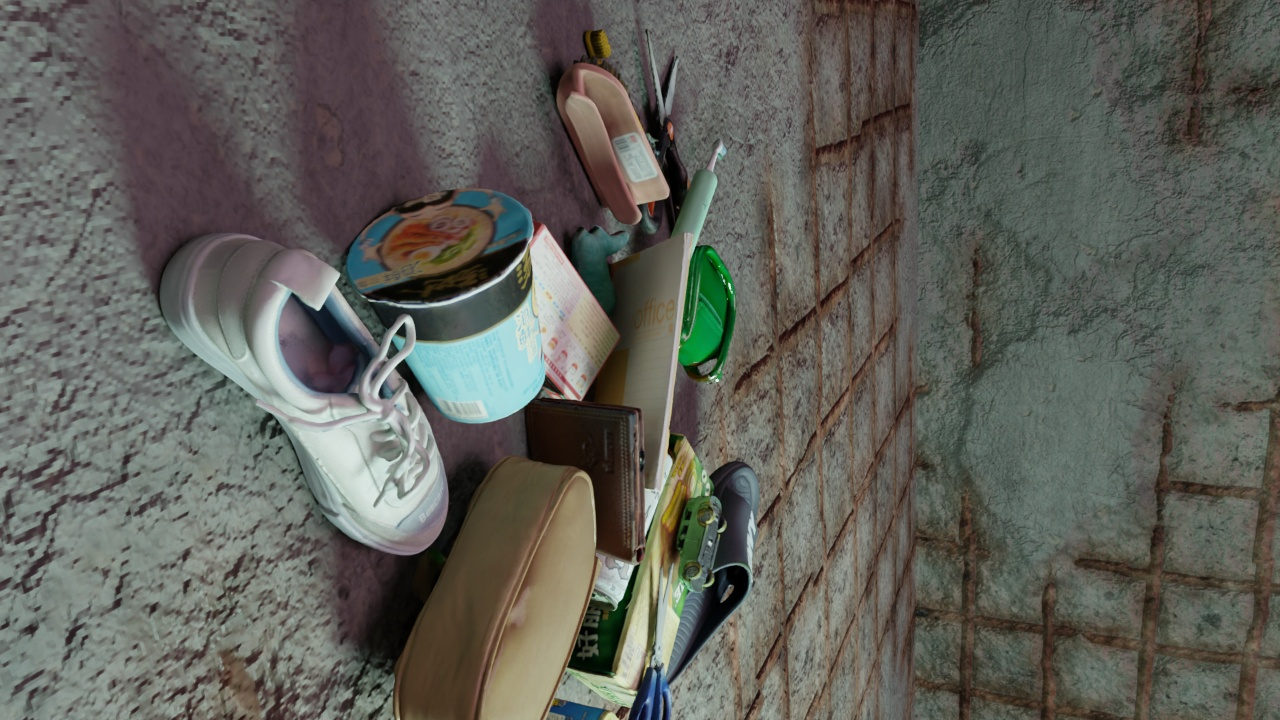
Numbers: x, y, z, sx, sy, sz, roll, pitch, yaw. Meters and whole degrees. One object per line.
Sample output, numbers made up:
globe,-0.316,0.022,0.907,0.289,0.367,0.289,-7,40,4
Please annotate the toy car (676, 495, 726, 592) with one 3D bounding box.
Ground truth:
toy car,0.055,0.172,0.864,0.043,0.036,0.091,50,47,-56

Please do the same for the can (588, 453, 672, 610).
can,-0.021,0.142,0.812,0.146,0.058,0.058,-68,149,-27

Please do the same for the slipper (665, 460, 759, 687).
slipper,0.077,0.234,0.961,0.267,0.083,0.111,-58,138,-23

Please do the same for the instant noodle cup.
instant noodle cup,-0.109,-0.028,0.574,0.121,0.111,0.111,79,28,-45

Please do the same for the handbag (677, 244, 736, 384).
handbag,0.051,-0.048,0.931,0.131,0.068,0.120,41,46,-62

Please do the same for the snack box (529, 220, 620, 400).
snack box,-0.070,-0.032,0.713,0.077,0.027,0.156,-59,146,-18

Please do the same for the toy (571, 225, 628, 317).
toy,-0.037,-0.076,0.796,0.096,0.030,0.092,-37,128,-48

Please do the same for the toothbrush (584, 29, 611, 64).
toothbrush,-0.016,-0.212,0.843,0.015,0.017,0.190,-63,146,-41

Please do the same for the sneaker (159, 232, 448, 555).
sneaker,-0.147,0.028,0.501,0.242,0.091,0.089,67,36,-45

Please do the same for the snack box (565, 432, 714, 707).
snack box,0.003,0.197,0.877,0.114,0.063,0.239,59,41,-51

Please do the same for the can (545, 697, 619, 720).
can,-0.056,0.312,0.738,0.102,0.083,0.057,67,36,-44

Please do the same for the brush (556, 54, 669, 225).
brush,-0.026,-0.185,0.769,0.146,0.063,0.072,62,29,-47

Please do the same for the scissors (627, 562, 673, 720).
scissors,0.010,0.269,0.813,0.140,0.012,0.171,-44,132,-54

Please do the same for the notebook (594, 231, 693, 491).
notebook,-0.005,0.005,0.776,0.010,0.146,0.206,11,81,-25

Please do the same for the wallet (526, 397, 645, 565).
wallet,-0.042,0.092,0.722,0.032,0.101,0.124,-18,109,-54

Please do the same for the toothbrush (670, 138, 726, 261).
toothbrush,0.060,-0.168,0.934,0.027,0.027,0.223,52,37,-28

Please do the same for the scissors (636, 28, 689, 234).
scissors,0.029,-0.208,0.918,0.221,0.022,0.233,68,27,-48

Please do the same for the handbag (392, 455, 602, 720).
handbag,-0.095,0.171,0.631,0.148,0.100,0.203,76,29,-47
